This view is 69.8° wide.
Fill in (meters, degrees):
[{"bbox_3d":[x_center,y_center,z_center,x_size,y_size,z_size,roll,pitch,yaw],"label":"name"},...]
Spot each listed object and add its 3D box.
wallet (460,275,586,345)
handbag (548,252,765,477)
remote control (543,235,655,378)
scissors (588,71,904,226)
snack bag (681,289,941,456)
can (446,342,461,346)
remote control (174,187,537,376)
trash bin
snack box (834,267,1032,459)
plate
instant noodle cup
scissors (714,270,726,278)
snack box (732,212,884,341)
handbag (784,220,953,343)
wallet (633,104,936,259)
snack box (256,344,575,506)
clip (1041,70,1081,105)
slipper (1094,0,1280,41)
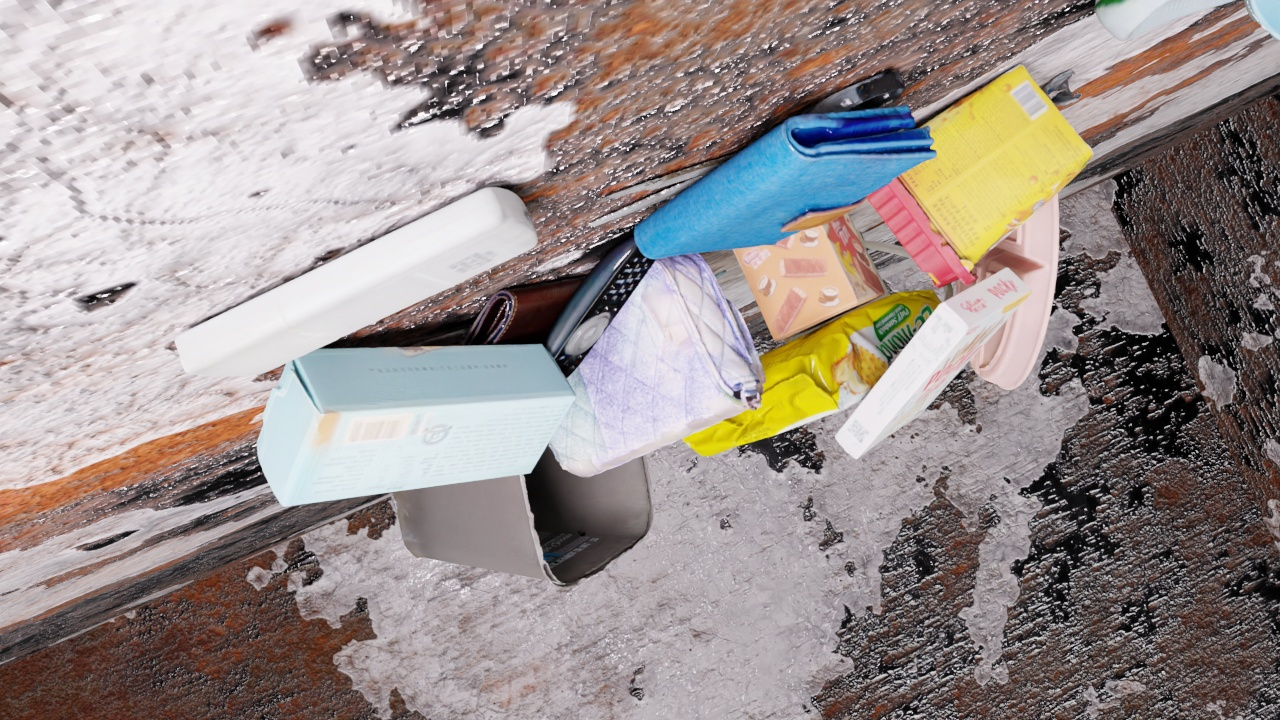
[{"bbox_3d":[-0.074,-0.018,0.628,0.097,0.020,0.122,-50,163,29],"label":"wallet"},{"bbox_3d":[-0.004,0.004,0.713,0.075,0.134,0.194,-18,173,-46],"label":"handbag"},{"bbox_3d":[-0.031,-0.037,0.606,0.137,0.024,0.053,-52,164,24],"label":"remote control"},{"bbox_3d":[0.060,-0.110,0.486,0.174,0.014,0.159,-25,174,36],"label":"scissors"},{"bbox_3d":[0.154,0.008,0.777,0.245,0.068,0.158,-20,174,-44],"label":"snack bag"},{"bbox_3d":[-0.144,0.021,0.645,0.058,0.058,0.145,-27,176,34],"label":"can"},{"bbox_3d":[-0.115,-0.031,0.383,0.150,0.021,0.058,-24,176,6],"label":"remote control"},{"bbox_3d":[-0.134,0.124,0.975,0.220,0.198,0.198,-8,-174,34],"label":"trash bin"},{"bbox_3d":[0.206,0.005,0.660,0.084,0.027,0.157,-25,155,-35],"label":"snack box"},{"bbox_3d":[0.295,-0.090,0.760,0.028,0.229,0.229,1,179,7],"label":"plate"},{"bbox_3d":[0.227,-0.125,0.624,0.124,0.116,0.116,-38,171,21],"label":"instant noodle cup"},{"bbox_3d":[0.027,-0.060,0.934,0.105,0.017,0.136,-16,168,-28],"label":"scissors"},{"bbox_3d":[0.141,-0.078,0.771,0.077,0.094,0.092,-26,175,29],"label":"snack box"},{"bbox_3d":[0.226,-0.066,0.956,0.179,0.163,0.063,-27,175,13],"label":"handbag"},{"bbox_3d":[0.073,-0.089,0.484,0.106,0.040,0.133,-11,172,-35],"label":"wallet"},{"bbox_3d":[-0.128,0.034,0.543,0.174,0.051,0.074,-2,136,-44],"label":"snack box"},{"bbox_3d":[0.319,-0.205,0.708,0.024,0.029,0.057,-22,-177,-2],"label":"clip"},{"bbox_3d":[0.344,-0.204,0.462,0.245,0.074,0.104,-22,175,-14],"label":"slipper"}]
